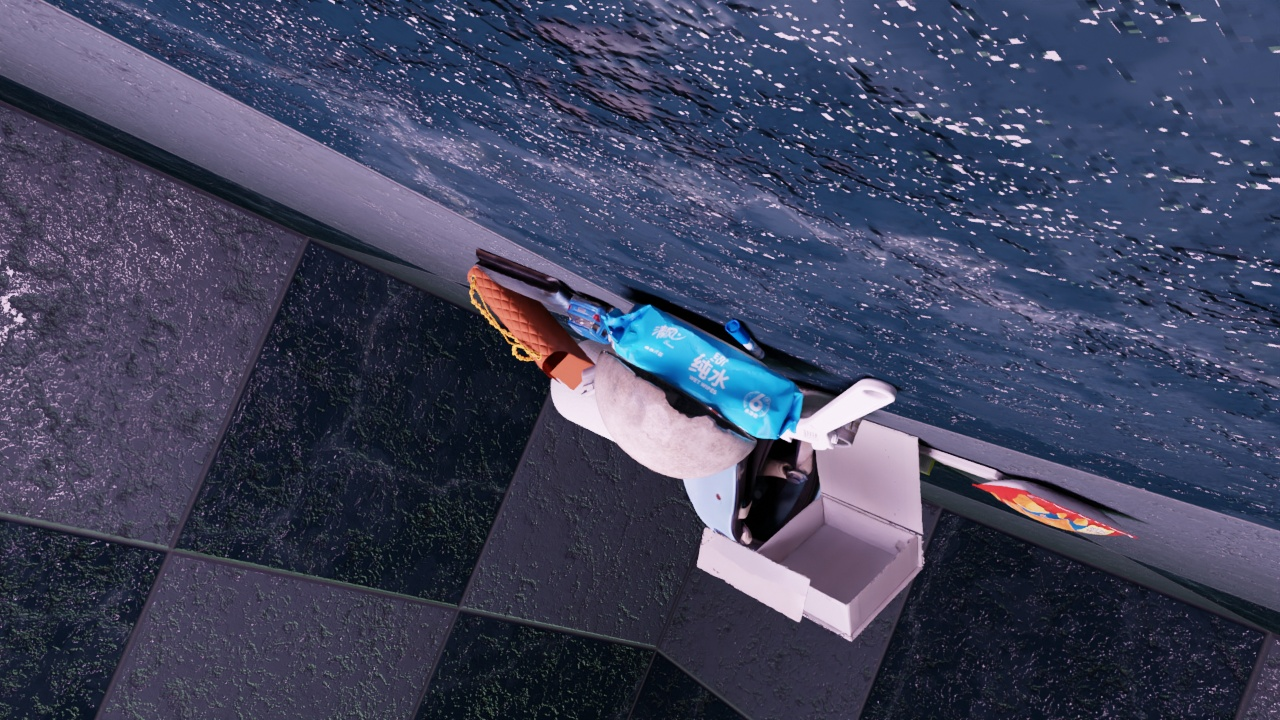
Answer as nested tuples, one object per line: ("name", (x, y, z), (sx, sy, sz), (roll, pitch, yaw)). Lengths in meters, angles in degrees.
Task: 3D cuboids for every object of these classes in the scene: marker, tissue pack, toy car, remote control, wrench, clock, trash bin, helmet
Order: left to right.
("toy car", (-0.052, -0.046, 1.112), (0.056, 0.043, 0.120), (21, 177, 22))
("trash bin", (-0.032, 0.053, 1.311), (0.133, 0.133, 0.161), (25, -179, -37))
("tissue pack", (0.054, 0.005, 0.888), (0.209, 0.066, 0.117), (29, -179, -4))
("marker", (0.098, -0.017, 0.834), (0.013, 0.013, 0.141), (22, 177, 19))
("helmet", (0.163, 0.156, 1.330), (0.167, 0.225, 0.266), (21, 150, 45))
("clock", (0.211, 0.068, 1.072), (0.104, 0.056, 0.148), (11, 167, 29))
("wrench", (0.189, 0.054, 0.898), (0.066, 0.018, 0.274), (21, 165, -1))
("remote control", (0.401, 0.129, 1.168), (0.050, 0.011, 0.136), (25, 176, -40))

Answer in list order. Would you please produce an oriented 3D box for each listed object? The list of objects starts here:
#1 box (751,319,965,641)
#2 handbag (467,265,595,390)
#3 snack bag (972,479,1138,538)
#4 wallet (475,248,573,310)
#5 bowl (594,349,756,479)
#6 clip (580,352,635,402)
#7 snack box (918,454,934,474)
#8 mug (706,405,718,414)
("box", (0.284, 0.149, 1.202), (0.171, 0.380, 0.167), (2, -167, -45))
("handbag", (-0.147, -0.042, 1.173), (0.172, 0.060, 0.109), (48, -175, 27))
("snack bag", (0.480, 0.172, 1.073), (0.131, 0.039, 0.144), (22, 175, -3))
("wallet", (-0.136, -0.092, 1.081), (0.115, 0.026, 0.089), (22, 175, 13))
("bowl", (0.020, 0.065, 0.913), (0.178, 0.081, 0.178), (32, -176, -3))
("clip", (-0.007, 0.007, 1.147), (0.125, 0.075, 0.144), (-20, -175, 13))
("snack box", (0.340, 0.119, 1.264), (0.148, 0.029, 0.040), (24, 176, -26))
("mug", (0.103, 0.032, 1.213), (0.106, 0.073, 0.082), (-8, 171, 10))
